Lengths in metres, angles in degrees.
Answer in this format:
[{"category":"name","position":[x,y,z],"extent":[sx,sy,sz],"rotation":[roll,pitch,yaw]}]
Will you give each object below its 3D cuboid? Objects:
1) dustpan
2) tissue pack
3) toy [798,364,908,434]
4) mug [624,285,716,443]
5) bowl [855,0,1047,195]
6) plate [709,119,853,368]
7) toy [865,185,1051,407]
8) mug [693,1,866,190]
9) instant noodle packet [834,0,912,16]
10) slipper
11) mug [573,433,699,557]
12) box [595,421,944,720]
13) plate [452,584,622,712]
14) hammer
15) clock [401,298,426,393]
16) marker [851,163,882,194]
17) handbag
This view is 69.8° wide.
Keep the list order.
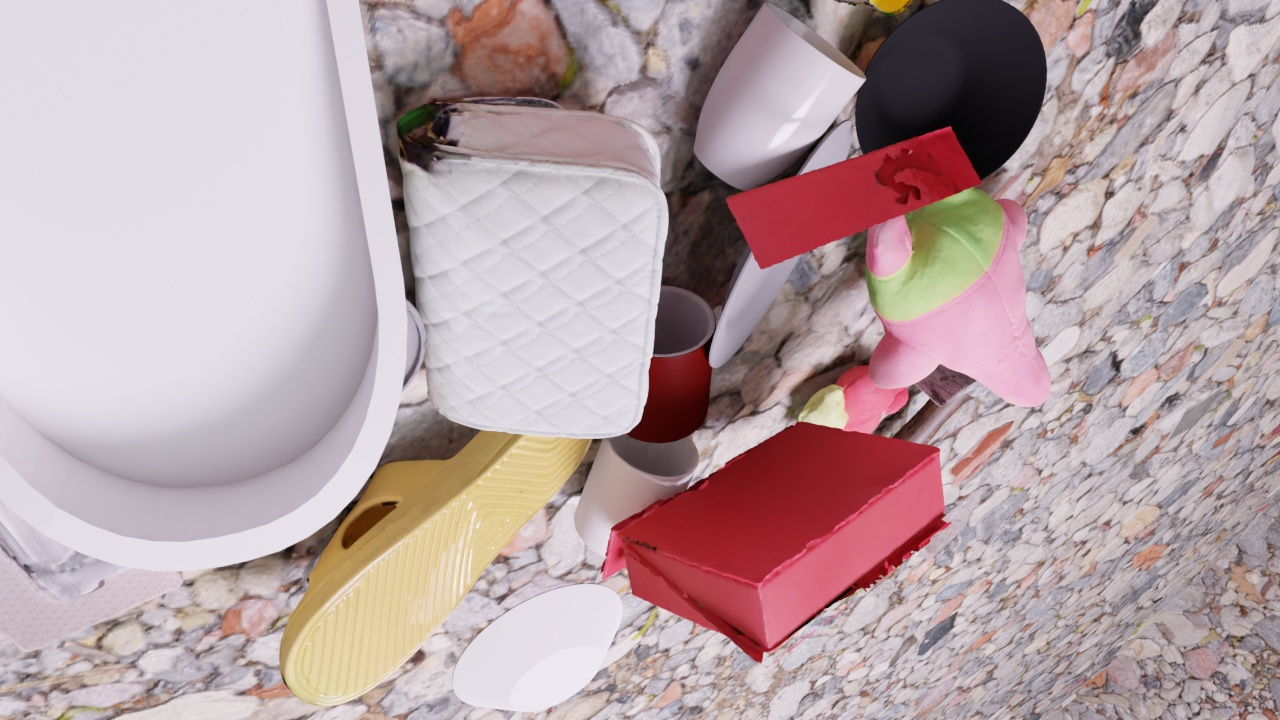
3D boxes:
[{"category":"dustpan","position":[-0.199,-0.030,0.387],"extent":[0.191,0.053,0.258],"rotation":[-10,121,-17]},{"category":"tissue pack","position":[-0.310,0.077,0.471],"extent":[0.103,0.071,0.182],"rotation":[-21,134,-18]},{"category":"toy","position":[0.193,0.039,0.820],"extent":[0.135,0.045,0.092],"rotation":[-24,143,-23]},{"category":"mug","position":[-0.004,0.004,0.628],"extent":[0.105,0.073,0.083],"rotation":[-2,134,-4]},{"category":"bowl","position":[0.190,-0.175,0.594],"extent":[0.124,0.052,0.124],"rotation":[-4,121,-7]},{"category":"plate","position":[0.088,-0.075,0.597],"extent":[0.178,0.012,0.179],"rotation":[-54,166,-20]},{"category":"toy","position":[0.251,-0.049,0.710],"extent":[0.192,0.097,0.237],"rotation":[-48,116,-11]},{"category":"mug","position":[0.082,-0.151,0.548],"extent":[0.090,0.071,0.107],"rotation":[-52,166,27]},{"category":"instant noodle packet","position":[0.107,-0.297,0.416],"extent":[0.163,0.084,0.221],"rotation":[-45,134,7]},{"category":"slipper","position":[-0.143,0.106,0.617],"extent":[0.262,0.078,0.099],"rotation":[-44,144,-19]},{"category":"mug","position":[0.006,0.092,0.723],"extent":[0.110,0.074,0.091],"rotation":[-31,148,-51]},{"category":"box","position":[0.073,0.198,0.724],"extent":[0.212,0.148,0.376],"rotation":[-24,146,-38]},{"category":"plate","position":[-0.085,0.282,0.856],"extent":[0.173,0.036,0.174],"rotation":[-20,138,-20]},{"category":"hammer","position":[0.226,0.107,0.883],"extent":[0.217,0.037,0.301],"rotation":[-13,143,-52]},{"category":"clock","position":[-0.173,-0.019,0.485],"extent":[0.103,0.056,0.148],"rotation":[-25,141,-15]},{"category":"marker","position":[0.197,-0.180,0.635],"extent":[0.017,0.017,0.147],"rotation":[12,120,-43]},{"category":"handbag","position":[-0.059,-0.046,0.515],"extent":[0.139,0.072,0.195],"rotation":[5,131,-2]}]
